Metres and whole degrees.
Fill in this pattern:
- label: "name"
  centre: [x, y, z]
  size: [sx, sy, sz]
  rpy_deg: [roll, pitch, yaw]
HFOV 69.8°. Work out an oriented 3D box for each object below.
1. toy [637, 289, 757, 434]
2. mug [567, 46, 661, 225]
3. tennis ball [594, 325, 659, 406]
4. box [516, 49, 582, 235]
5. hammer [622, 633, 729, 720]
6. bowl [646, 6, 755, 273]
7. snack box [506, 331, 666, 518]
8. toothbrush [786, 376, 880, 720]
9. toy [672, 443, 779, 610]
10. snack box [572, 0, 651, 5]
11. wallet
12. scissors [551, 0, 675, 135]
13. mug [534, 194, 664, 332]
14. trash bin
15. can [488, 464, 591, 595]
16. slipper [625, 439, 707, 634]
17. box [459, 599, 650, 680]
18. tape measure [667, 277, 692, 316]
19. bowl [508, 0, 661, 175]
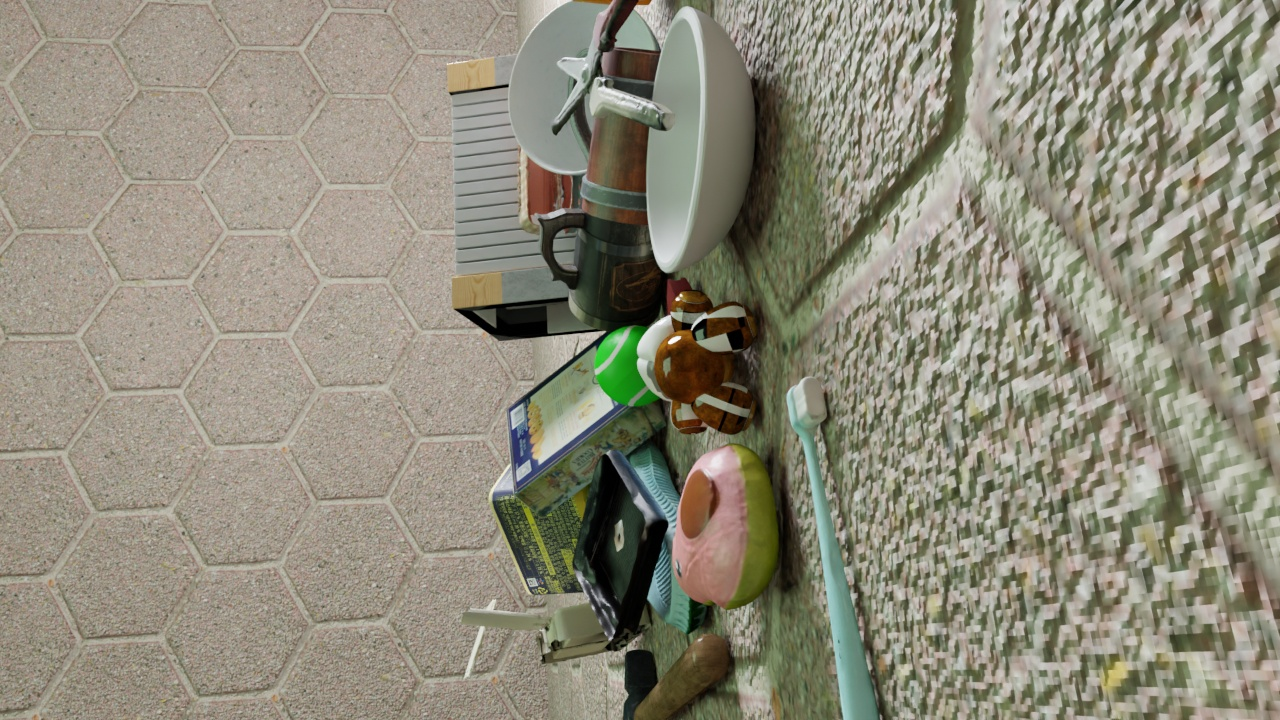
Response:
- label: "toy"
  centre: [0.032, -0.001, 0.563]
  size: [0.112, 0.067, 0.087]
  rpy_deg: [-96, 6, -82]
- label: "mug"
  centre: [-0.010, -0.164, 0.656]
  size: [0.117, 0.081, 0.111]
  rpy_deg: [24, 117, 39]
- label: "tennis ball"
  centre: [-0.004, 0.004, 0.740]
  size: [0.065, 0.065, 0.065]
  rpy_deg: [177, 91, -80]
- label: "box"
  centre: [-0.080, -0.205, 0.827]
  size: [0.067, 0.056, 0.187]
  rpy_deg: [-12, 75, 41]
- label: "hammer"
  centre: [0.022, 0.266, 0.729]
  size: [0.323, 0.040, 0.129]
  rpy_deg: [107, 163, -59]
- label: "bowl"
  centre: [0.038, -0.125, 0.536]
  size: [0.149, 0.043, 0.149]
  rpy_deg: [180, 91, -79]
- label: "snack box"
  centre: [-0.055, 0.052, 0.844]
  size: [0.042, 0.145, 0.144]
  rpy_deg: [47, -168, -28]
- label: "toothbrush"
  centre: [0.084, 0.091, 0.393]
  size: [0.017, 0.016, 0.180]
  rpy_deg: [124, 145, -59]
- label: "toy"
  centre: [0.046, 0.100, 0.509]
  size: [0.110, 0.051, 0.090]
  rpy_deg: [102, 165, -56]
- label: "snack box"
  centre: [-0.015, -0.390, 0.695]
  size: [0.145, 0.080, 0.196]
  rpy_deg: [-104, 16, -51]
- label: "wallet"
  centre: [-0.015, 0.137, 0.682]
  size: [0.089, 0.026, 0.115]
  rpy_deg: [53, 135, 51]
- label: "scissors"
  centre: [-0.016, -0.186, 0.575]
  size: [0.199, 0.015, 0.179]
  rpy_deg: [-59, 38, 45]
- label: "mug"
  centre: [-0.032, -0.086, 0.749]
  size: [0.080, 0.115, 0.107]
  rpy_deg: [56, 150, 40]
- label: "trash bin"
  centre: [-0.099, -0.161, 0.922]
  size: [0.142, 0.142, 0.246]
  rpy_deg: [50, -145, -76]
- label: "can"
  centre: [-0.073, 0.162, 0.900]
  size: [0.075, 0.104, 0.135]
  rpy_deg: [-60, -44, -58]
- label: "slipper"
  centre: [-0.004, 0.139, 0.762]
  size: [0.276, 0.069, 0.116]
  rpy_deg: [-135, 47, -75]
- label: "box"
  centre: [-0.092, 0.264, 0.928]
  size: [0.144, 0.180, 0.080]
  rpy_deg: [118, 143, -58]
- label: "tape measure"
  centre: [0.033, -0.024, 0.659]
  size: [0.051, 0.019, 0.059]
  rpy_deg: [-109, 13, -54]
- label: "bowl"
  centre: [-0.031, -0.219, 0.767]
  size: [0.074, 0.144, 0.144]
  rpy_deg: [4, -97, -60]
